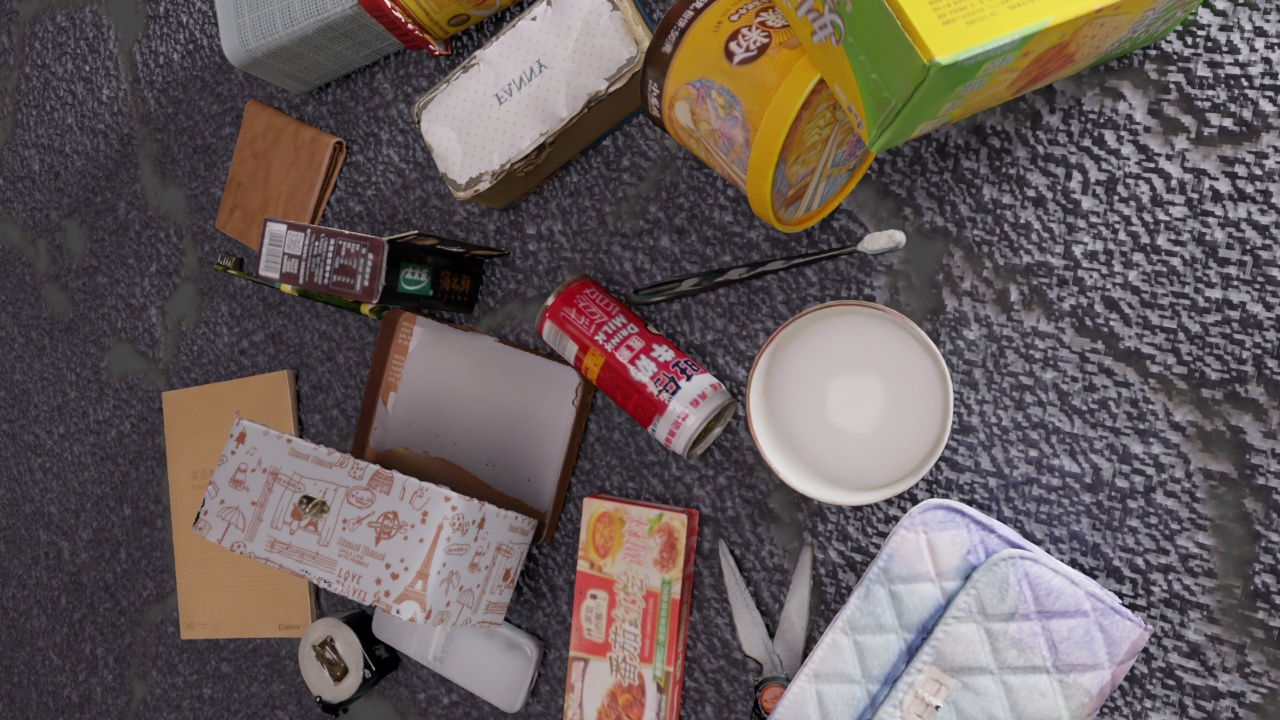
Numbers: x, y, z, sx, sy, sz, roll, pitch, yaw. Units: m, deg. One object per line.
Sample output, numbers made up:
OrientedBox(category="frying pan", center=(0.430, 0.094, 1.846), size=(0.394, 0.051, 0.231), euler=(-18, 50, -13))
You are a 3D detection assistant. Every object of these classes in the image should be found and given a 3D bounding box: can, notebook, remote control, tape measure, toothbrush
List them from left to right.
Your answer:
OrientedBox(category="notebook", center=(-0.331, 0.122, 0.752), size=(0.150, 0.012, 0.211), euler=(-9, 86, 24))
OrientedBox(category="toothbrush", center=(-0.269, -0.059, 0.727), size=(0.186, 0.012, 0.017), euler=(16, 88, 23))
OrientedBox(category="tape measure", center=(-0.223, 0.223, 0.691), size=(0.066, 0.033, 0.066), euler=(-43, 74, 15))
OrientedBox(category="remote control", center=(-0.133, 0.199, 0.659), size=(0.136, 0.020, 0.056), euler=(20, 98, 22))
OrientedBox(category="can", center=(-0.003, 0.003, 0.589), size=(0.133, 0.053, 0.053), euler=(40, 104, 19))
OrientedBox(category="toothbrush", center=(0.074, -0.058, 0.578), size=(0.181, 0.018, 0.015), euler=(-11, 88, 24))

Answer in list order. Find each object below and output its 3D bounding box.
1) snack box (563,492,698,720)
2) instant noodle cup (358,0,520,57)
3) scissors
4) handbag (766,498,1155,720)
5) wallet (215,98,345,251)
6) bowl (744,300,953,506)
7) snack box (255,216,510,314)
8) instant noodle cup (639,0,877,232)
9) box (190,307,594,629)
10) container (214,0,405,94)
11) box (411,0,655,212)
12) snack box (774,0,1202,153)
OrientedBox(category="snack box", center=(-0.007, 0.168, 0.602), size=(0.075, 0.025, 0.153), euler=(6, 92, 23))
OrientedBox(category="instant noodle cup", center=(-0.126, -0.286, 0.622), size=(0.124, 0.116, 0.116), euler=(-15, 83, 10))
OrientedBox(category="scissors", center=(0.094, 0.230, 0.565), size=(0.211, 0.021, 0.222), euler=(31, 95, 18))
OrientedBox(category="handbag", center=(0.160, 0.180, 0.495), size=(0.134, 0.075, 0.194), euler=(32, 97, 18))
OrientedBox(category="wallet", center=(-0.292, -0.140, 0.736), size=(0.101, 0.020, 0.115), euler=(27, 102, 23))
OrientedBox(category="bowl", center=(0.123, 0.023, 0.529), size=(0.114, 0.062, 0.113), euler=(0, 91, 23))
OrientedBox(category="snack box", center=(-0.174, -0.066, 0.631), size=(0.126, 0.113, 0.053), euler=(14, 95, 23))
OrientedBox(category="instant noodle cup", center=(0.071, -0.153, 0.531), size=(0.114, 0.118, 0.118), euler=(40, 104, 28))
OrientedBox(category="box", center=(-0.146, 0.056, 0.609), size=(0.183, 0.156, 0.193), euler=(15, 81, 20))
OrientedBox(category="container", center=(-0.238, -0.265, 0.677), size=(0.112, 0.089, 0.090), euler=(-12, 84, 20))
OrientedBox(category="box", center=(-0.061, -0.183, 0.616), size=(0.185, 0.059, 0.089), euler=(-30, 79, 18))
OrientedBox(category="snack box", center=(0.167, -0.211, 0.452), size=(0.209, 0.070, 0.157), euler=(-24, 76, -19))
